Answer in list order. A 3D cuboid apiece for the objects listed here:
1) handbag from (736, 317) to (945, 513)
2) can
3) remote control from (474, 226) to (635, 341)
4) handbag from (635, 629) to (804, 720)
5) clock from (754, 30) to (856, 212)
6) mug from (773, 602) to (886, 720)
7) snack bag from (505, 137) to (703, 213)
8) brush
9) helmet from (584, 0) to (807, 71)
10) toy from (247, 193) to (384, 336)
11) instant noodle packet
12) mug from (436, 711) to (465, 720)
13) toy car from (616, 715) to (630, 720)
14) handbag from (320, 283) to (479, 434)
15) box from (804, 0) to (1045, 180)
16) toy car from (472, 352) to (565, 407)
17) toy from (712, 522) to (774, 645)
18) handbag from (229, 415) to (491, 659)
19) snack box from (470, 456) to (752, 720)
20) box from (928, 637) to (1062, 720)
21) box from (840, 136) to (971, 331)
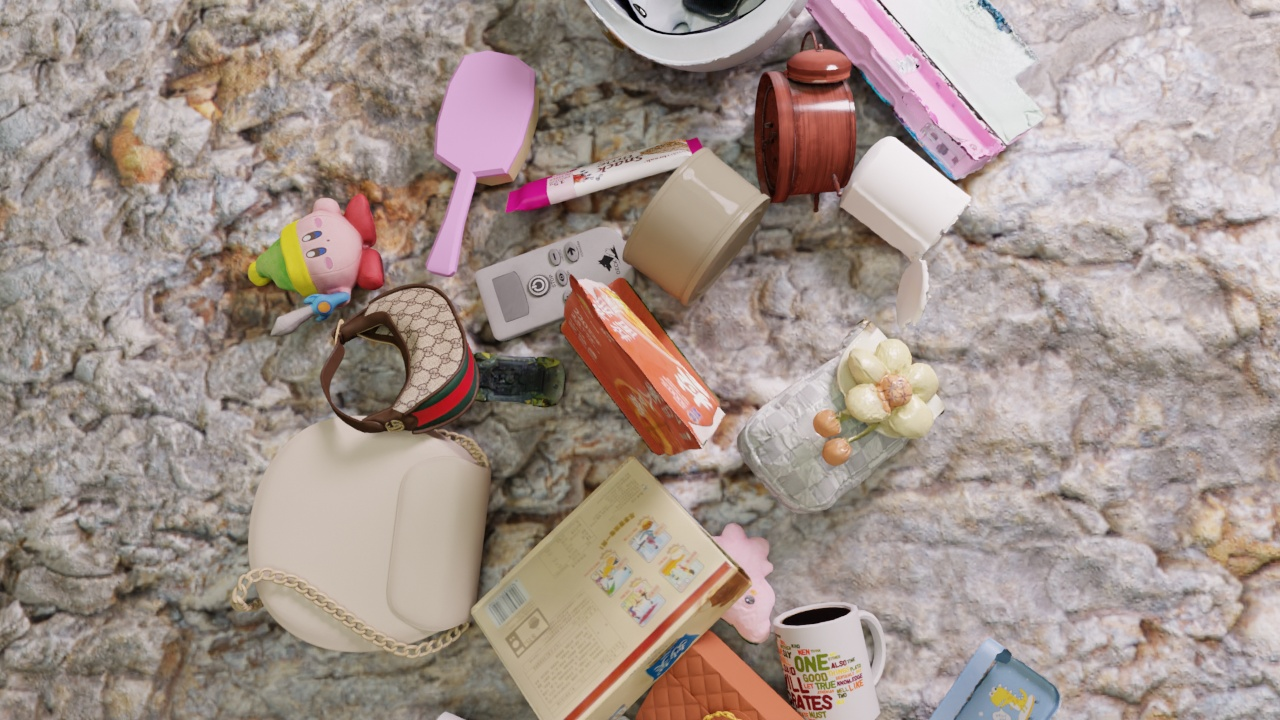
[{"bbox_3d":[0.175,0.054,0.803,0.171,0.123,0.112,-39,87,-6],"label":"handbag"},{"bbox_3d":[0.051,-0.119,0.836,0.073,0.128,0.127,39,88,7],"label":"can"},{"bbox_3d":[-0.082,-0.077,0.898,0.151,0.019,0.074,-19,81,3],"label":"remote control"},{"bbox_3d":[0.078,0.332,0.776,0.172,0.060,0.109,38,109,31],"label":"handbag"},{"bbox_3d":[0.150,-0.221,0.843,0.072,0.120,0.157,-3,91,-3],"label":"clock"},{"bbox_3d":[0.174,0.263,0.806,0.105,0.074,0.089,-10,86,-30],"label":"mug"},{"bbox_3d":[-0.035,-0.181,0.886,0.196,0.070,0.016,-15,118,4],"label":"snack bag"},{"bbox_3d":[-0.164,-0.190,0.908,0.089,0.043,0.228,14,85,7],"label":"brush"},{"bbox_3d":[0.062,-0.382,0.848,0.237,0.163,0.264,-15,83,19],"label":"helmet"},{"bbox_3d":[-0.322,-0.092,0.906,0.131,0.097,0.124,-13,88,-15],"label":"toy"},{"bbox_3d":[-0.005,0.005,0.772,0.084,0.221,0.164,-37,88,1],"label":"instant noodle packet"},{"bbox_3d":[-0.144,0.373,0.818,0.106,0.082,0.082,21,85,9],"label":"mug"},{"bbox_3d":[-0.034,0.380,0.784,0.056,0.153,0.055,42,128,0],"label":"toy car"},{"bbox_3d":[-0.229,-0.002,0.852,0.138,0.063,0.166,-21,51,-11],"label":"handbag"},{"bbox_3d":[0.273,-0.287,0.873,0.158,0.066,0.230,-33,80,-19],"label":"box"},{"bbox_3d":[-0.122,0.019,0.883,0.105,0.033,0.048,4,81,10],"label":"toy car"},{"bbox_3d":[0.082,0.198,0.831,0.102,0.050,0.093,27,88,8],"label":"toy"},{"bbox_3d":[-0.250,0.157,0.846,0.208,0.103,0.210,6,85,3],"label":"handbag"},{"bbox_3d":[-0.027,0.208,0.806,0.207,0.055,0.153,-44,53,-3],"label":"snack box"},{"bbox_3d":[0.269,0.344,0.799,0.120,0.049,0.209,38,87,-26],"label":"box"},{"bbox_3d":[0.233,-0.115,0.836,0.136,0.083,0.143,38,70,8],"label":"box"}]
